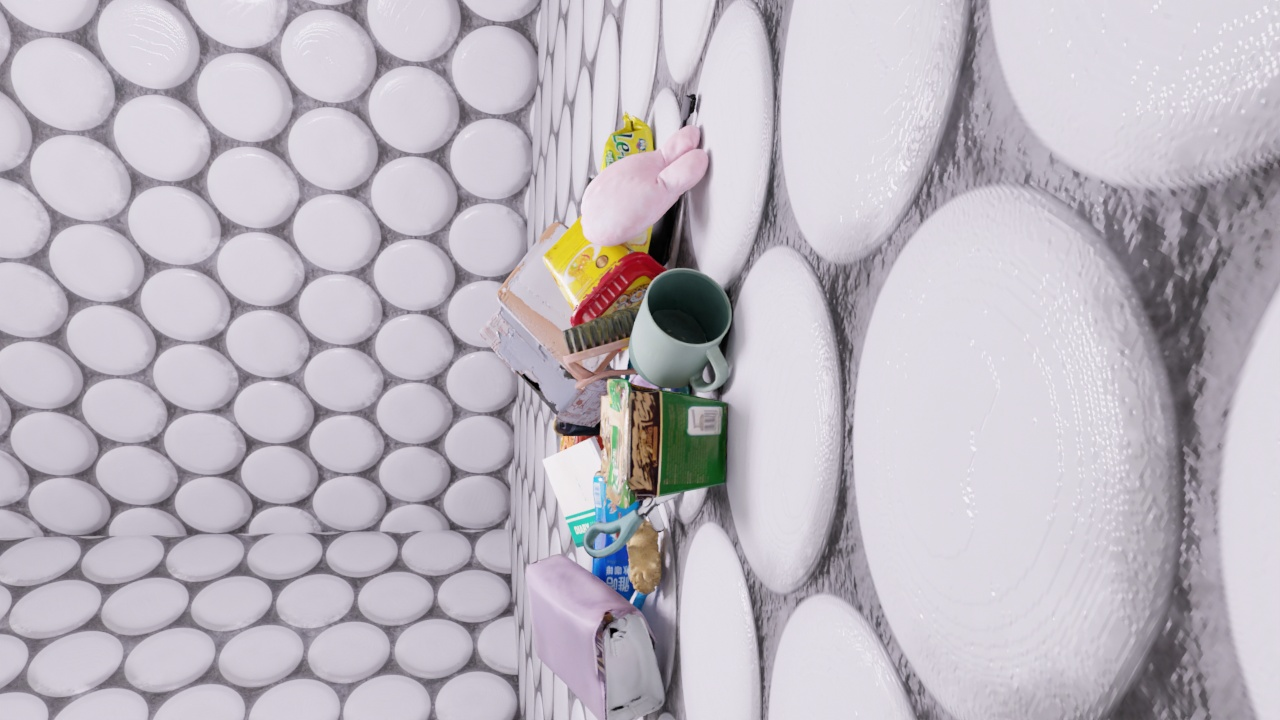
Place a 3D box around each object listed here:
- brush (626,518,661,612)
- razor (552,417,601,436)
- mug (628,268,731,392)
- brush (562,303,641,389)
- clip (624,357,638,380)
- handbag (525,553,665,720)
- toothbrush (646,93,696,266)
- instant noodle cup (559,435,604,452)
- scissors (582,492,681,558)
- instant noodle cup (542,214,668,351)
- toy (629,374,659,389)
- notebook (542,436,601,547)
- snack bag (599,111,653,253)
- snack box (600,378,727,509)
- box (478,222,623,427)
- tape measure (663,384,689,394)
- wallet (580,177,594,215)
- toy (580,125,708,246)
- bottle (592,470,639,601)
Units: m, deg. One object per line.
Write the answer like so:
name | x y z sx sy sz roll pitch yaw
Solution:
brush | -0.002 0.290 1.141 0.255 0.046 0.083 96 167 -45
razor | -0.077 0.088 1.312 0.167 0.068 0.062 1 -94 -67
mug | 0.043 -0.016 0.884 0.111 0.082 0.107 53 154 16
brush | -0.015 -0.018 0.966 0.063 0.145 0.073 -6 102 60
clip | -0.008 0.007 1.239 0.014 0.045 0.057 -98 17 -47
handbag | -0.059 0.334 1.124 0.197 0.098 0.145 17 124 57
toothbrush | 0.036 -0.201 1.041 0.026 0.027 0.213 32 132 23
instant noodle cup | -0.089 0.114 1.471 0.164 0.079 0.189 -136 48 -73
scissors | -0.004 0.154 1.086 0.171 0.019 0.180 -34 31 39
instant noodle cup | -0.040 -0.093 1.047 0.116 0.116 0.123 -45 58 10
toy | 0.001 0.039 1.153 0.108 0.039 0.083 131 160 -75
notebook | -0.080 0.199 1.355 0.210 0.012 0.150 -31 80 61
snack bag | -0.025 -0.187 1.226 0.158 0.068 0.246 125 146 -69
snack box | 0.024 0.076 0.879 0.117 0.105 0.118 -179 89 -76
box | -0.081 -0.041 1.197 0.198 0.181 0.157 -50 -21 9
tape measure | 0.040 0.030 0.996 0.058 0.025 0.054 -120 31 -75
wallet | -0.074 -0.206 1.366 0.101 0.032 0.124 -4 -74 -82
toy | 0.003 -0.185 0.978 0.054 0.160 0.121 42 -151 -39
bottle | -0.032 0.257 1.226 0.065 0.065 0.218 176 94 -78
